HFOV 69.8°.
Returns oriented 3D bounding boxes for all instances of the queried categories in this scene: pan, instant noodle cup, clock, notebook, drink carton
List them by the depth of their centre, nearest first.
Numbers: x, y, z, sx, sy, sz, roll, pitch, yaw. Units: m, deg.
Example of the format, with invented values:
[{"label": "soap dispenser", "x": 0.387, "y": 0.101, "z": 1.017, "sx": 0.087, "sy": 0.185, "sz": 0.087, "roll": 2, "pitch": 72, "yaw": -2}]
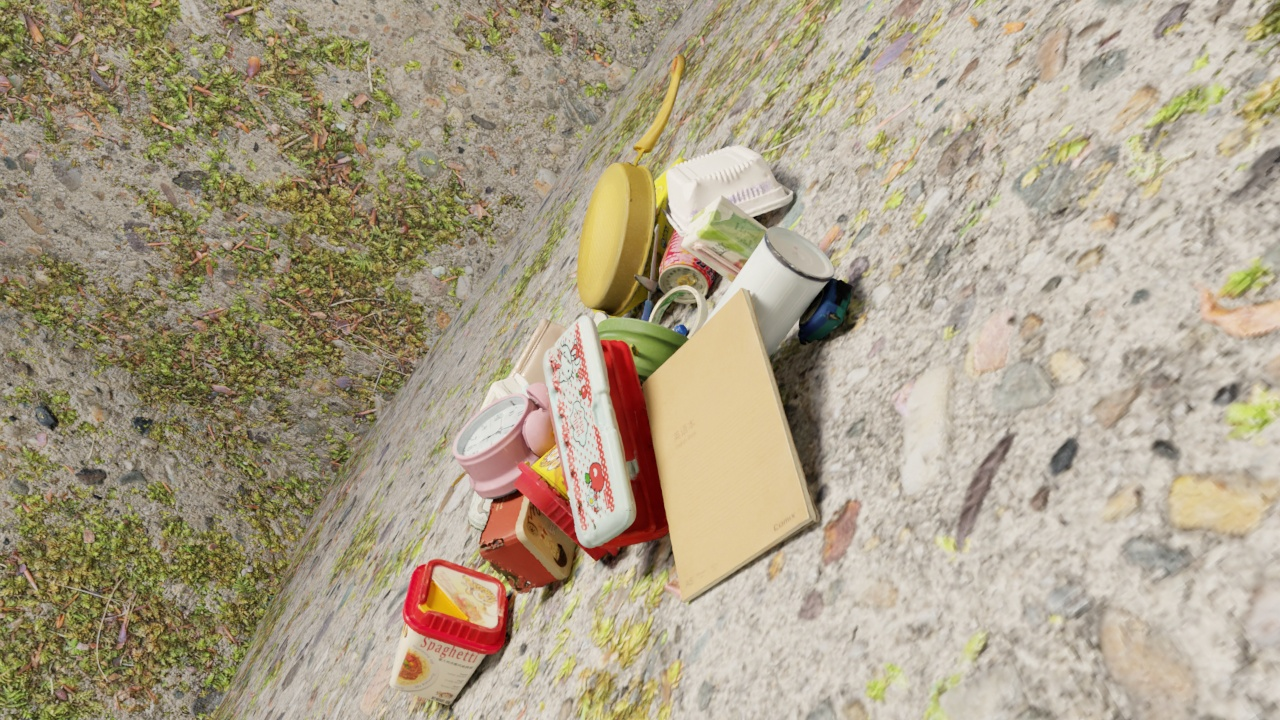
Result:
[{"label": "notebook", "x": 0.061, "y": 0.066, "z": 0.735, "sx": 0.150, "sy": 0.012, "sz": 0.211, "roll": -44, "pitch": 43, "yaw": 38}, {"label": "drink carton", "x": 0.102, "y": -0.096, "z": 0.862, "sx": 0.054, "sy": 0.122, "sz": 0.045, "roll": -28, "pitch": 34, "yaw": 56}, {"label": "instant noodle cup", "x": -0.044, "y": 0.115, "z": 0.910, "sx": 0.123, "sy": 0.116, "sz": 0.116, "roll": -47, "pitch": 15, "yaw": -11}, {"label": "clock", "x": -0.006, "y": 0.006, "z": 0.985, "sx": 0.162, "sy": 0.116, "sz": 0.056, "roll": -16, "pitch": 53, "yaw": 61}, {"label": "clock", "x": -0.132, "y": 0.081, "z": 1.000, "sx": 0.159, "sy": 0.060, "sz": 0.117, "roll": -28, "pitch": 26, "yaw": 11}, {"label": "instant noodle cup", "x": -0.221, "y": 0.310, "z": 1.035, "sx": 0.116, "sy": 0.116, "sz": 0.124, "roll": -100, "pitch": 35, "yaw": -66}, {"label": "instant noodle cup", "x": 0.093, "y": -0.208, "z": 1.089, "sx": 0.138, "sy": 0.060, "sz": 0.173, "roll": -19, "pitch": 23, "yaw": 0}, {"label": "pan", "x": -0.005, "y": -0.233, "z": 1.197, "sx": 0.198, "sy": 0.078, "sz": 0.357, "roll": -176, "pitch": 95, "yaw": -69}]

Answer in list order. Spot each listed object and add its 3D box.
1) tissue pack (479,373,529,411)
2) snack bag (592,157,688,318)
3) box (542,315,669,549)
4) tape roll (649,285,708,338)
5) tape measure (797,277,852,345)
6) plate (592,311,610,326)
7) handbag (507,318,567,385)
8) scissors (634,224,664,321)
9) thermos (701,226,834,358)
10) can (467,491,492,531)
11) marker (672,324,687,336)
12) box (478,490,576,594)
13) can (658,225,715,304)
[{"label": "tissue pack", "x": -0.157, "y": 0.096, "z": 1.128, "sx": 0.090, "sy": 0.063, "sz": 0.140, "roll": 44, "pitch": 116, "yaw": 37}, {"label": "snack bag", "x": 0.017, "y": -0.169, "z": 1.314, "sx": 0.158, "sy": 0.068, "sz": 0.245, "roll": -37, "pitch": 26, "yaw": 47}, {"label": "box", "x": -0.032, "y": 0.060, "z": 0.816, "sx": 0.098, "sy": 0.095, "sz": 0.201, "roll": 98, "pitch": 160, "yaw": -64}, {"label": "tape roll", "x": 0.042, "y": -0.045, "z": 1.062, "sx": 0.086, "sy": 0.014, "sz": 0.085, "roll": -27, "pitch": 51, "yaw": 38}, {"label": "tape measure", "x": 0.157, "y": -0.043, "z": 0.776, "sx": 0.054, "sy": 0.025, "sz": 0.058, "roll": -63, "pitch": 8, "yaw": -28}, {"label": "plate", "x": -0.072, "y": 0.041, "z": 1.162, "sx": 0.205, "sy": 0.045, "sz": 0.204, "roll": -57, "pitch": 20, "yaw": 32}, {"label": "handbag", "x": -0.172, "y": 0.043, "z": 1.449, "sx": 0.193, "sy": 0.093, "sz": 0.234, "roll": -60, "pitch": 9, "yaw": -12}, {"label": "scissors", "x": 0.017, "y": -0.085, "z": 1.132, "sx": 0.162, "sy": 0.012, "sz": 0.174, "roll": -40, "pitch": -41, "yaw": -63}, {"label": "thermos", "x": 0.081, "y": -0.012, "z": 0.818, "sx": 0.225, "sy": 0.073, "sz": 0.073, "roll": -57, "pitch": 14, "yaw": 33}, {"label": "can", "x": -0.185, "y": 0.154, "z": 1.222, "sx": 0.058, "sy": 0.058, "sz": 0.147, "roll": -130, "pitch": 56, "yaw": -72}, {"label": "marker", "x": 0.007, "y": 0.005, "z": 1.113, "sx": 0.146, "sy": 0.017, "sz": 0.016, "roll": -45, "pitch": 20, "yaw": 32}, {"label": "box", "x": -0.120, "y": 0.169, "z": 1.013, "sx": 0.077, "sy": 0.091, "sz": 0.168, "roll": -25, "pitch": 29, "yaw": 23}, {"label": "can", "x": 0.061, "y": -0.121, "z": 1.111, "sx": 0.067, "sy": 0.066, "sz": 0.093, "roll": -39, "pitch": 23, "yaw": 43}]
